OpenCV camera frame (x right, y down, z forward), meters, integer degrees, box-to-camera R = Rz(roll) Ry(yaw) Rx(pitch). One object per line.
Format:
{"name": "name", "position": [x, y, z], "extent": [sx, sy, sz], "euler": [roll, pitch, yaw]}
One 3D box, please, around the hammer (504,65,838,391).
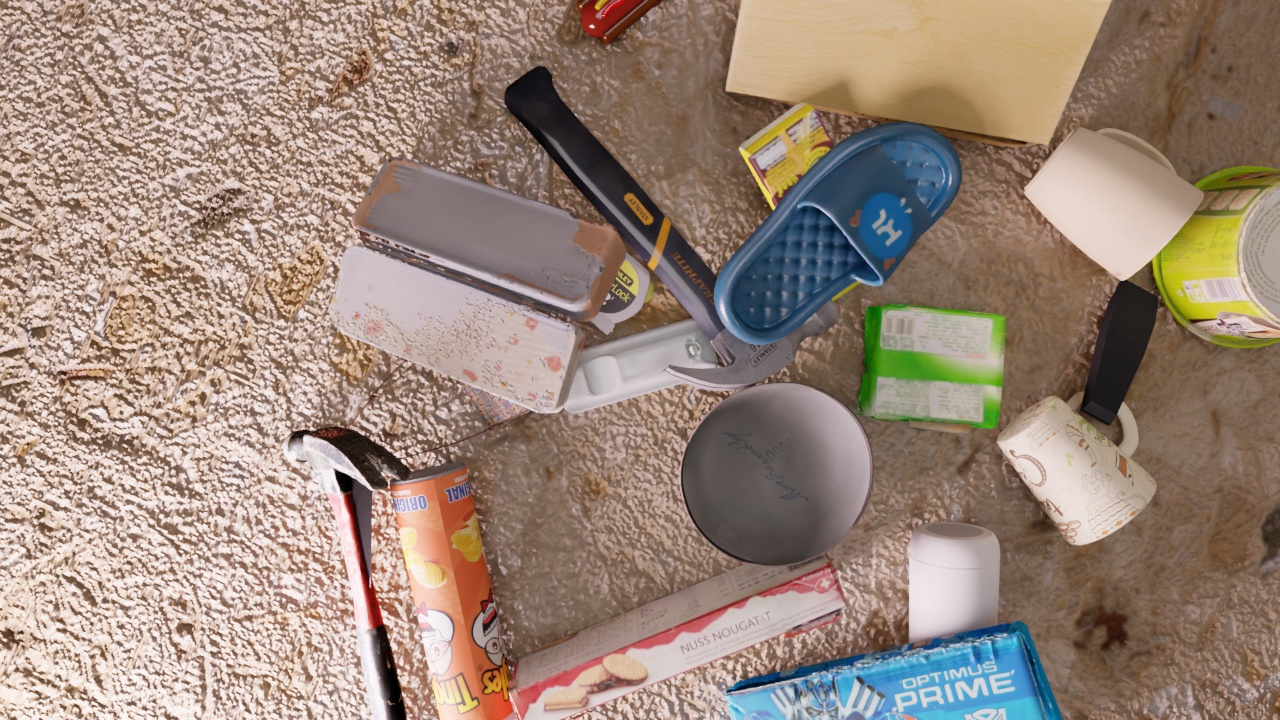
{"name": "hammer", "position": [0.009, -0.109, 0.732], "extent": [0.139, 0.035, 0.312], "euler": [-39, 88, -14]}

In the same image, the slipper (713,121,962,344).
{"name": "slipper", "position": [0.146, -0.093, 0.676], "extent": [0.214, 0.059, 0.104], "euler": [-38, 116, 2]}

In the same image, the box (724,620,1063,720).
{"name": "box", "position": [0.185, 0.274, 0.701], "extent": [0.244, 0.066, 0.091], "euler": [-22, 86, 25]}

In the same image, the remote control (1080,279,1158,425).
{"name": "remote control", "position": [0.382, -0.008, 0.731], "extent": [0.039, 0.010, 0.124], "euler": [28, 72, -1]}

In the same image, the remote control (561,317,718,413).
{"name": "remote control", "position": [-0.004, 0.004, 0.754], "extent": [0.133, 0.022, 0.050], "euler": [-16, 93, 2]}

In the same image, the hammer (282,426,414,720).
{"name": "hammer", "position": [-0.213, 0.214, 0.741], "extent": [0.141, 0.036, 0.326], "euler": [0, 103, 42]}

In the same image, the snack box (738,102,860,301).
{"name": "snack box", "position": [0.138, -0.120, 0.712], "extent": [0.061, 0.025, 0.149], "euler": [-35, 119, 3]}

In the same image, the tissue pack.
{"name": "tissue pack", "position": [0.237, 0.007, 0.745], "extent": [0.114, 0.034, 0.099], "euler": [5, 91, 1]}

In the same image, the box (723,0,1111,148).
{"name": "box", "position": [0.196, -0.245, 0.693], "extent": [0.249, 0.148, 0.141], "euler": [10, 104, 2]}

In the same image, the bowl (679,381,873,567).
{"name": "bowl", "position": [0.106, 0.086, 0.739], "extent": [0.151, 0.056, 0.151], "euler": [0, 96, 1]}

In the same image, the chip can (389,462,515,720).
{"name": "chip can", "position": [-0.152, 0.193, 0.747], "extent": [0.062, 0.062, 0.210], "euler": [-11, 93, 1]}

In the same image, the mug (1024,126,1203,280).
{"name": "mug", "position": [0.369, -0.136, 0.717], "extent": [0.104, 0.085, 0.111], "euler": [39, 65, 10]}

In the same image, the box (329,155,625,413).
{"name": "box", "position": [-0.131, -0.061, 0.706], "extent": [0.216, 0.063, 0.157], "euler": [21, 95, 18]}

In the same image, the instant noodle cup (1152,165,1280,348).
{"name": "instant noodle cup", "position": [0.488, -0.081, 0.703], "extent": [0.146, 0.098, 0.146], "euler": [0, 93, 1]}

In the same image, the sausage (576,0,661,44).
{"name": "sausage", "position": [0.016, -0.311, 0.727], "extent": [0.155, 0.040, 0.040], "euler": [-39, 92, 3]}

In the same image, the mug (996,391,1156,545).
{"name": "mug", "position": [0.355, 0.071, 0.735], "extent": [0.121, 0.081, 0.097], "euler": [-39, 85, -18]}

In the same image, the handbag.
{"name": "handbag", "position": [-0.169, 0.034, 0.760], "extent": [0.196, 0.043, 0.093], "euler": [-31, 96, 11]}

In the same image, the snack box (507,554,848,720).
{"name": "snack box", "position": [0.028, 0.222, 0.741], "extent": [0.273, 0.076, 0.044], "euler": [-22, 96, 1]}

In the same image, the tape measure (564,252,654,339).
{"name": "tape measure", "position": [-0.027, -0.059, 0.753], "extent": [0.064, 0.016, 0.065], "euler": [41, 93, -2]}

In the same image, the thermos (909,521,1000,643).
{"name": "thermos", "position": [0.265, 0.251, 0.733], "extent": [0.101, 0.068, 0.230], "euler": [3, 95, 37]}
